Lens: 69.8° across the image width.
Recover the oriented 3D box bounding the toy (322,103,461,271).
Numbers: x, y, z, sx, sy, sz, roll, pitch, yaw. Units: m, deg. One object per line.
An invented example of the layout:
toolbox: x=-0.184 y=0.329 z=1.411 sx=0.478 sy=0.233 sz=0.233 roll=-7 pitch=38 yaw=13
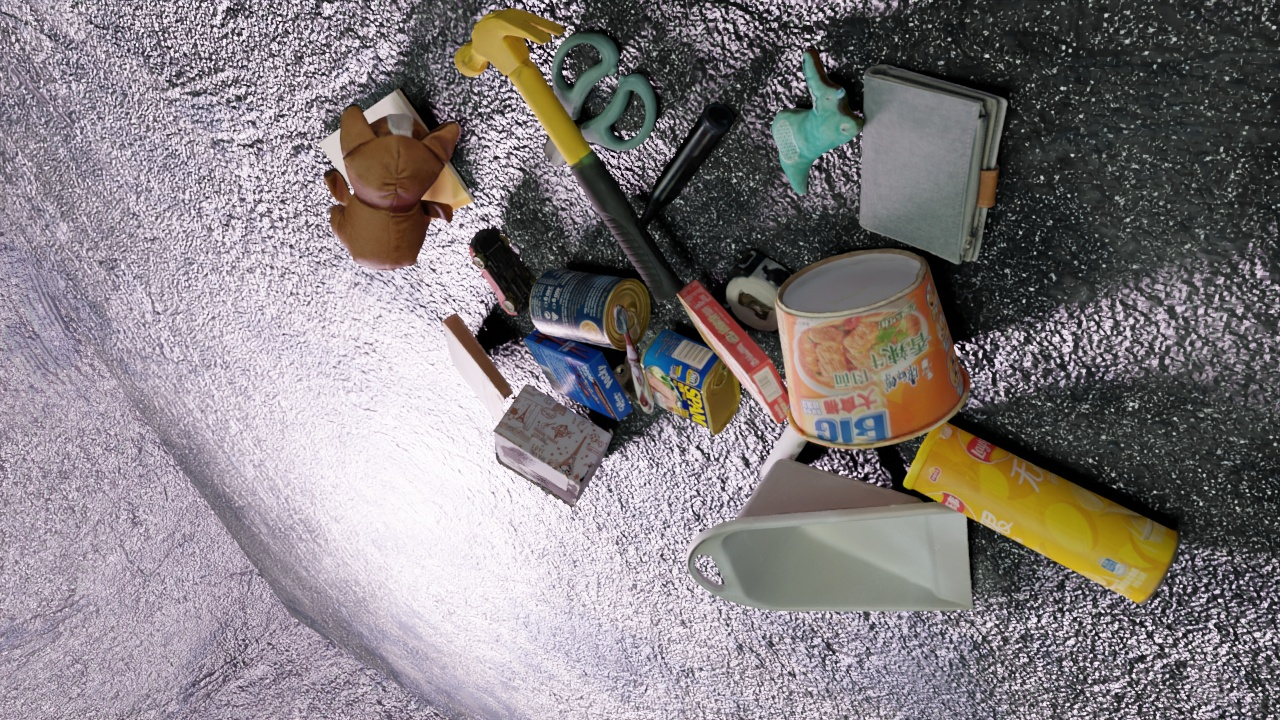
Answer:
toy: x=-0.272 y=-0.195 z=1.000 sx=0.200 sy=0.140 sz=0.130 roll=119 pitch=141 yaw=-54

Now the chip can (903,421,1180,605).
chip can: x=0.341 y=0.128 z=0.795 sx=0.213 sy=0.071 sz=0.072 roll=28 pitch=144 yaw=19

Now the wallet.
wallet: x=0.208 y=-0.140 z=0.662 sx=0.106 sy=0.036 sz=0.130 roll=30 pitch=145 yaw=35

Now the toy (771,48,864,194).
toy: x=0.131 y=-0.181 z=0.693 sx=0.092 sy=0.030 sz=0.096 roll=-12 pitch=100 yaw=61

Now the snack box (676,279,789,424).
snack box: x=0.088 y=-0.010 z=0.853 sx=0.075 sy=0.025 sz=0.153 roll=56 pitch=179 yaw=-40

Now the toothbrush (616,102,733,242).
toothbrush: x=0.023 y=-0.158 z=0.833 sx=0.027 sy=0.026 sz=0.213 roll=36 pitch=147 yaw=-6

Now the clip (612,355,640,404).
clip: x=-0.002 y=0.034 z=1.063 sx=0.096 sy=0.035 sz=0.101 roll=29 pitch=148 yaw=21

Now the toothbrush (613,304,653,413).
toothbrush: x=-0.006 y=0.006 z=0.958 sx=0.016 sy=0.017 sz=0.188 roll=-5 pitch=143 yaw=8

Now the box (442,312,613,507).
box: x=-0.164 y=0.068 z=1.186 sx=0.261 sy=0.102 sz=0.179 roll=33 pitch=161 yaw=4

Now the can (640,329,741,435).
can: x=0.053 y=0.022 z=0.966 sx=0.083 sy=0.057 sz=0.102 roll=24 pitch=152 yaw=28

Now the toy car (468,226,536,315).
toy car: x=-0.159 y=-0.103 z=1.053 sx=0.031 sy=0.049 sz=0.106 roll=-4 pitch=126 yaw=45

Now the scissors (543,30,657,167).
scissors: x=-0.035 y=-0.211 z=0.841 sx=0.129 sy=0.019 sz=0.186 roll=36 pitch=147 yaw=8

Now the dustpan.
dustpan: x=0.190 y=0.217 z=0.958 sx=0.258 sy=0.142 sz=0.223 roll=20 pitch=152 yaw=34

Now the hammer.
hammer: x=-0.053 y=-0.183 z=0.839 sx=0.129 sy=0.032 sz=0.301 roll=-13 pitch=116 yaw=55

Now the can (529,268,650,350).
can: x=-0.056 y=-0.056 z=0.978 sx=0.111 sy=0.075 sz=0.075 roll=12 pitch=136 yaw=36

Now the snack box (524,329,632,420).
snack box: x=-0.076 y=0.015 z=1.086 sx=0.157 sy=0.026 sz=0.084 roll=20 pitch=144 yaw=54

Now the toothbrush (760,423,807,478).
toothbrush: x=0.167 y=0.065 z=0.938 sx=0.026 sy=0.026 sz=0.222 roll=46 pitch=148 yaw=19

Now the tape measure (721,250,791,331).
tape measure: x=0.112 y=-0.061 z=0.846 sx=0.066 sy=0.033 sz=0.066 roll=31 pitch=146 yaw=16

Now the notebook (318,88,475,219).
notebook: x=-0.291 y=-0.225 z=1.081 sx=0.207 sy=0.010 sz=0.146 roll=-8 pitch=123 yaw=48

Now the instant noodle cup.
instant noodle cup: x=0.180 y=-0.016 z=0.740 sx=0.152 sy=0.151 sz=0.111 roll=5 pitch=124 yaw=42

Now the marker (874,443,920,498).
marker: x=0.255 y=0.110 z=0.908 sx=0.022 sy=0.020 sz=0.132 roll=-20 pitch=115 yaw=21
